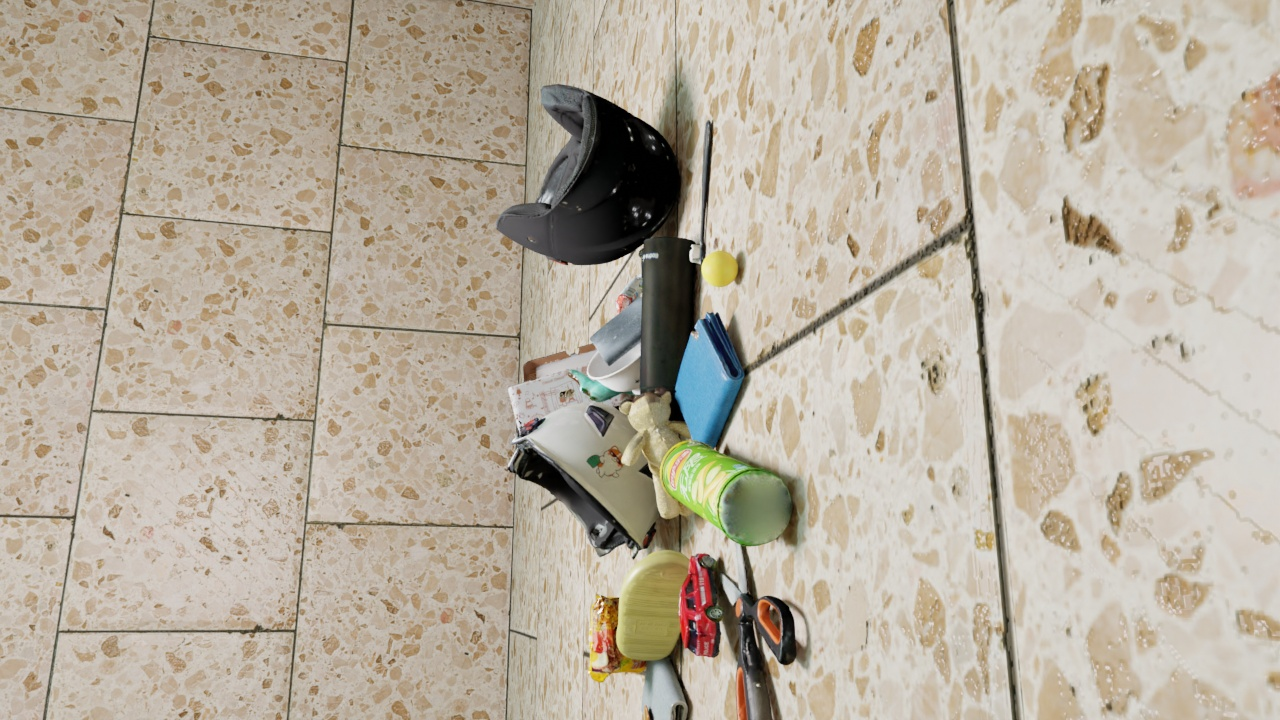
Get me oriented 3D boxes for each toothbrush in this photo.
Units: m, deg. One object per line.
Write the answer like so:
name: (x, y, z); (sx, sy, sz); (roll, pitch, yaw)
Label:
toothbrush: (0.077, -0.210, 1.144); (0.016, 0.018, 0.181); (-179, 94, -80)

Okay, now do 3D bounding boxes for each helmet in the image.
helmet: (-0.073, -0.250, 1.325); (0.275, 0.230, 0.233); (158, 132, -74)
helmet: (-0.051, 0.144, 1.244); (0.156, 0.230, 0.275); (-47, -2, -21)

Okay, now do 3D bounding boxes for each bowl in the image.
bowl: (-0.007, 0.007, 1.255); (0.065, 0.118, 0.118); (54, -178, -23)

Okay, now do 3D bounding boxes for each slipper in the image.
slipper: (0.014, 0.290, 1.122); (0.081, 0.091, 0.191); (-95, 14, -52)

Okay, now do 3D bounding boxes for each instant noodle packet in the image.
instant noodle packet: (-0.019, 0.361, 1.207); (0.044, 0.128, 0.110); (-4, 78, 33)

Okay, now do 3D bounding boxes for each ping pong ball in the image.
ping pong ball: (0.088, -0.101, 1.012); (0.040, 0.040, 0.040); (-177, 91, -77)

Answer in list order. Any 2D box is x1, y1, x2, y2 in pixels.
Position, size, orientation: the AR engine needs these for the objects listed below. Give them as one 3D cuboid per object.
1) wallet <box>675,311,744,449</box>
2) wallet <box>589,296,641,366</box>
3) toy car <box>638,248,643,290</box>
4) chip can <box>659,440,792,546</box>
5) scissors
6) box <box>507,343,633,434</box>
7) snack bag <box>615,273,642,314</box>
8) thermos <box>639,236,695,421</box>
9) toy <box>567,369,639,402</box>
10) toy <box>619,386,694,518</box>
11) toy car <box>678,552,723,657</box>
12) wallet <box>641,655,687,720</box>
wallet: (0.077, 0.026, 1.035); (0.133, 0.040, 0.106); (107, 153, -44)
wallet: (-0.021, -0.043, 1.262); (0.019, 0.097, 0.121); (52, 180, -22)
toy car: (0.021, -0.124, 1.299); (0.042, 0.035, 0.090); (34, -133, -54)
chip can: (0.080, 0.128, 0.917); (0.221, 0.072, 0.072); (-172, 85, -77)
scissors: (0.109, 0.250, 0.880); (0.225, 0.021, 0.220); (118, 157, -64)
box: (-0.102, 0.048, 1.452); (0.272, 0.179, 0.130); (-99, -7, -76)
snack bag: (-0.014, -0.103, 1.405); (0.105, 0.026, 0.045); (-56, -13, -51)
thermos: (0.042, -0.032, 1.162); (0.090, 0.068, 0.242); (-4, 84, 44)
toy: (-0.053, 0.034, 1.293); (0.096, 0.091, 0.030); (31, 120, 26)
toy: (0.027, 0.113, 1.100); (0.066, 0.105, 0.157); (136, 116, -79)
toy car: (0.063, 0.259, 0.983); (0.120, 0.045, 0.053); (-90, 3, -57)
wallet: (0.024, 0.434, 1.148); (0.129, 0.037, 0.107); (-128, 44, -71)
